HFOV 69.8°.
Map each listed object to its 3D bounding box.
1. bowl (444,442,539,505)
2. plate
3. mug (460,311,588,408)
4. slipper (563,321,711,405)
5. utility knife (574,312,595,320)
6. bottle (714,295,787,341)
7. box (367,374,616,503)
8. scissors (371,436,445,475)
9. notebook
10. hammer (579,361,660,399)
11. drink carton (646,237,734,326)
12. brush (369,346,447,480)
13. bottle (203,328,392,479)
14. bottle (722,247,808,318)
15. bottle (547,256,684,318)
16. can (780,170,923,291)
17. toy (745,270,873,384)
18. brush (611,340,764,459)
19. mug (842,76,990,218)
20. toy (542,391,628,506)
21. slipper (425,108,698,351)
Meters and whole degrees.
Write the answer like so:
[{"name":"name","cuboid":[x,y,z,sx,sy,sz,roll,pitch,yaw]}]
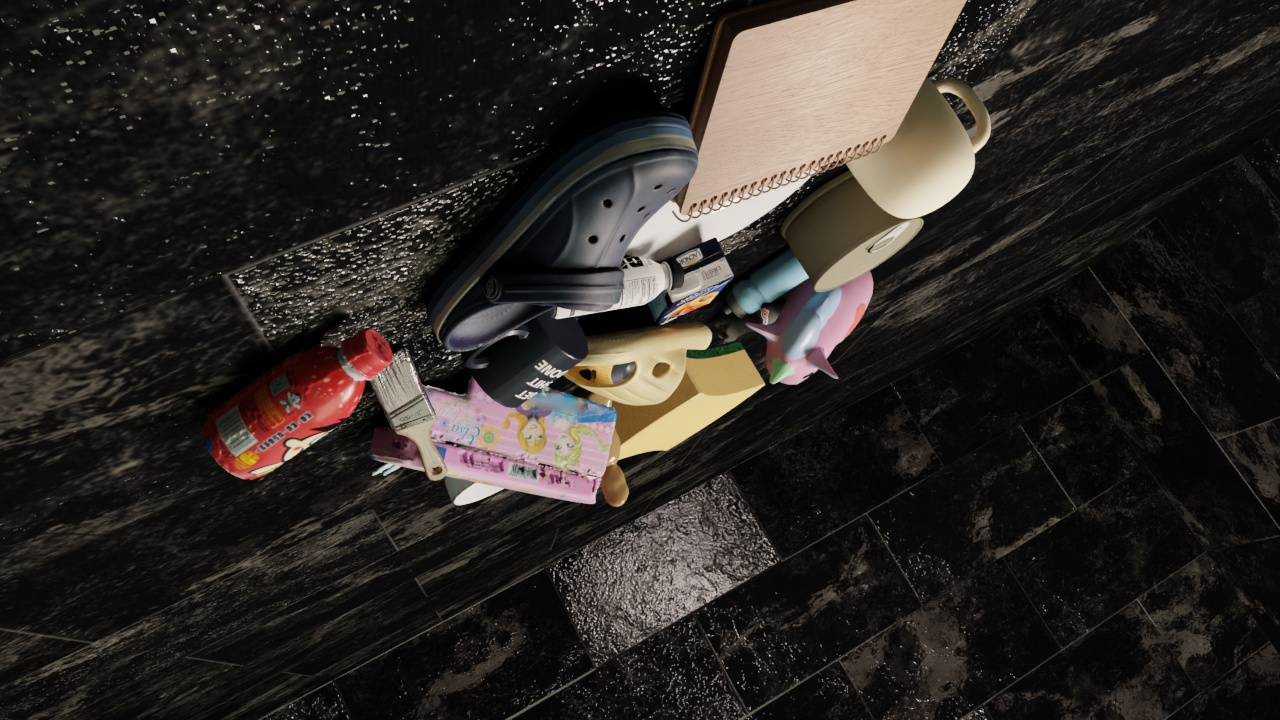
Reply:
[{"name":"bowl","cuboid":[-0.179,0.115,1.066,0.113,0.063,0.113,-28,166,-8]},{"name":"plate","cuboid":[0.074,-0.148,0.749,0.208,0.015,0.209,-28,166,-8]},{"name":"mug","cuboid":[-0.104,-0.011,0.762,0.078,0.071,0.105,-35,162,20]},{"name":"slipper","cuboid":[-0.006,0.006,0.944,0.111,0.079,0.260,-1,-174,29]},{"name":"utility knife","cuboid":[-0.045,-0.049,0.862,0.124,0.015,0.022,-20,167,-42]},{"name":"bottle","cuboid":[0.146,-0.058,1.165,0.109,0.036,0.036,-24,165,-23]},{"name":"box","cuboid":[-0.140,0.072,0.912,0.230,0.105,0.087,20,166,-38]},{"name":"scissors","cuboid":[-0.212,0.085,1.002,0.179,0.016,0.105,-35,165,18]},{"name":"notebook","cuboid":[0.123,-0.187,0.643,0.210,0.022,0.169,-23,154,-24]},{"name":"hammer","cuboid":[-0.083,0.068,1.160,0.129,0.040,0.323,-22,166,-44]},{"name":"drink carton","cuboid":[0.042,-0.071,0.852,0.064,0.040,0.130,-25,176,-8]},{"name":"brush","cuboid":[-0.191,0.050,0.774,0.039,0.012,0.151,-20,133,-7]},{"name":"bottle","cuboid":[-0.236,0.026,0.646,0.138,0.062,0.062,-32,166,13]},{"name":"bottle","cuboid":[0.150,-0.091,1.049,0.130,0.040,0.040,-33,166,14]},{"name":"bottle","cuboid":[-0.020,-0.063,0.756,0.116,0.041,0.041,-11,160,-18]},{"name":"can","cuboid":[0.217,-0.137,0.953,0.127,0.073,0.128,-28,166,-8]},{"name":"toy","cuboid":[0.219,-0.063,1.106,0.222,0.120,0.171,-58,169,1]},{"name":"brush","cuboid":[0.039,0.058,1.278,0.195,0.075,0.249,-36,165,26]},{"name":"mug","cuboid":[0.243,-0.183,0.789,0.120,0.099,0.096,-32,166,11]},{"name":"toy","cuboid":[-0.069,0.097,1.048,0.105,0.134,0.108,-13,-173,-21]},{"name":"slipper","cuboid":[-0.048,-0.069,0.630,0.254,0.095,0.105,-35,163,33]}]
